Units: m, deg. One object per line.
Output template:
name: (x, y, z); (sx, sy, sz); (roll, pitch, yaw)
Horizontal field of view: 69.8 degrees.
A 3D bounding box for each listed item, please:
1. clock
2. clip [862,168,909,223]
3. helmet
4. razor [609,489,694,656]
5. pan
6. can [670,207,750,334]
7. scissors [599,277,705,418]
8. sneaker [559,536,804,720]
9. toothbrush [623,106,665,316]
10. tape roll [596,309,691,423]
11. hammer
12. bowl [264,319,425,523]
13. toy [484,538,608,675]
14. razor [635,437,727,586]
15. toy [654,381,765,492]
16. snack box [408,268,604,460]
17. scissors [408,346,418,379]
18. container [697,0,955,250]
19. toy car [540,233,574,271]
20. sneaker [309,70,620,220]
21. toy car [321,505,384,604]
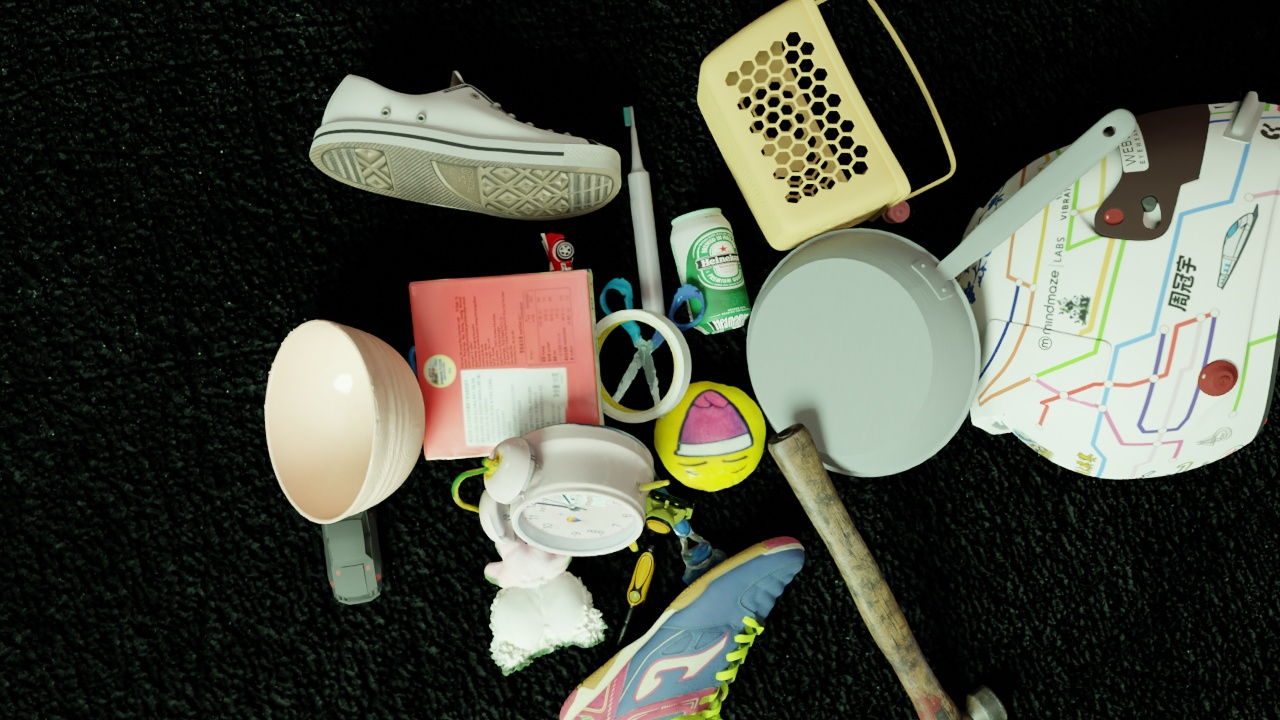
clock: (-0.066, 0.102, 0.711); (0.158, 0.117, 0.058); (8, 50, -11)
clip: (0.218, -0.152, 0.829); (0.023, 0.045, 0.060); (-32, 123, -7)
helmet: (0.378, -0.065, 0.734); (0.236, 0.231, 0.314); (14, 85, 23)
razor: (0.002, 0.179, 0.761); (0.044, 0.021, 0.144); (18, 93, 12)
pan: (0.212, -0.053, 0.693); (0.358, 0.050, 0.200); (-47, 68, 32)
can: (0.059, -0.075, 0.781); (0.053, 0.053, 0.101); (-13, 88, -9)
scissors: (0.012, -0.014, 0.768); (0.119, 0.014, 0.129); (-16, 80, 24)
sneaker: (0.053, 0.242, 0.737); (0.241, 0.116, 0.091); (-40, 63, -5)
toothbrush: (0.001, -0.129, 0.796); (0.019, 0.018, 0.188); (-6, 86, -10)
tape roll: (-0.005, 0.004, 0.760); (0.094, 0.019, 0.094); (2, 94, 24)
hammer: (0.185, 0.200, 0.749); (0.120, 0.033, 0.330); (-32, 104, -9)
bowl: (-0.217, 0.045, 0.707); (0.076, 0.153, 0.153); (-2, 84, -50)
toy: (-0.083, 0.191, 0.748); (0.095, 0.041, 0.108); (-14, 74, -8)
razor: (0.024, 0.126, 0.778); (0.044, 0.018, 0.141); (-32, 90, -9)
toy: (0.059, 0.064, 0.776); (0.095, 0.041, 0.094); (-6, 81, -2)
snack box: (-0.105, 0.003, 0.735); (0.145, 0.040, 0.142); (-4, 97, 3)
scissors: (-0.131, 0.005, 0.772); (0.125, 0.013, 0.130); (22, 88, -5)
container: (0.155, -0.201, 0.766); (0.167, 0.129, 0.183); (-27, 87, 1)
toy car: (-0.063, -0.062, 0.772); (0.025, 0.038, 0.089); (-11, 87, -6)
sneaker: (-0.136, -0.185, 0.756); (0.245, 0.091, 0.097); (6, 70, -5)
toy car: (-0.231, 0.149, 0.732); (0.042, 0.036, 0.091); (-8, 86, -8)
